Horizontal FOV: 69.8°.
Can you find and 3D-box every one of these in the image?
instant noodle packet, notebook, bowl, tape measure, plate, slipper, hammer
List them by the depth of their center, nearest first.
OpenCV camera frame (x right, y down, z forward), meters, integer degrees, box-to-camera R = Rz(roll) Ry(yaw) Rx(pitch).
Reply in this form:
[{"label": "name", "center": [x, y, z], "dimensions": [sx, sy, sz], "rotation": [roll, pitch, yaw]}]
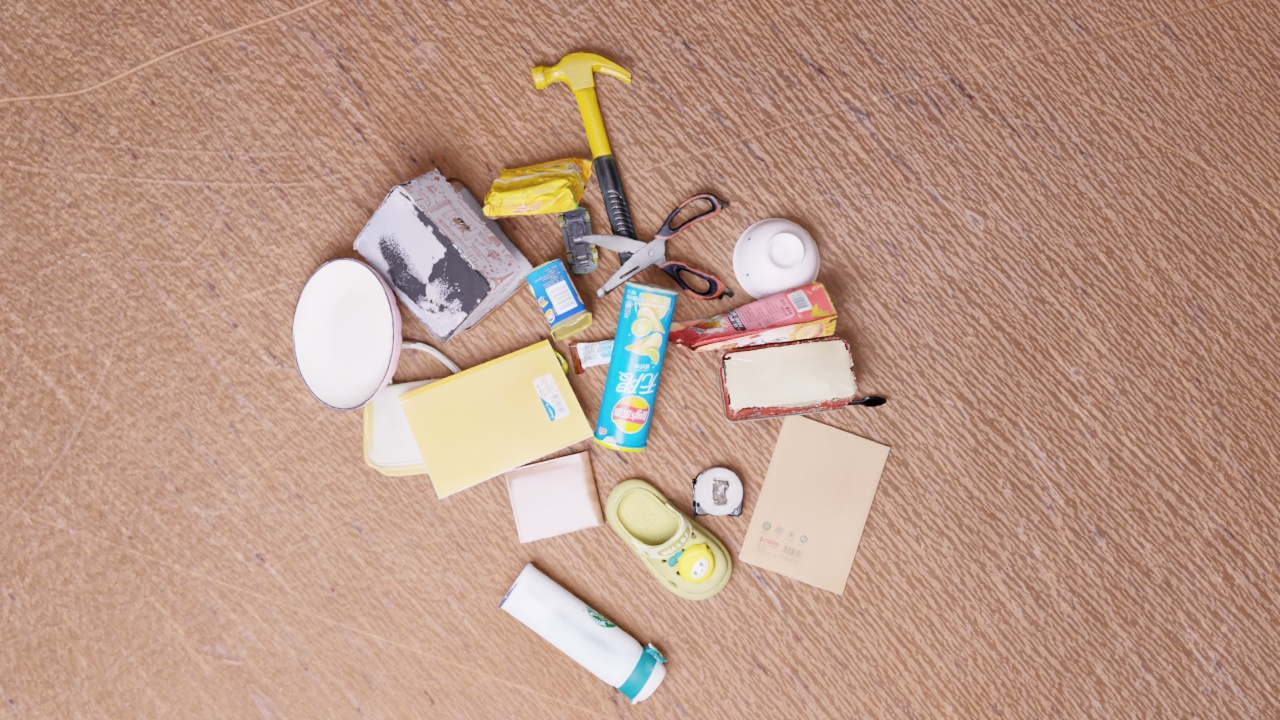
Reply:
[{"label": "notebook", "center": [-0.182, 0.070, 1.152], "dimensions": [0.206, 0.010, 0.145], "rotation": [-22, 73, -16]}, {"label": "plate", "center": [-0.366, -0.033, 1.166], "dimensions": [0.193, 0.039, 0.192], "rotation": [0, 91, 32]}, {"label": "slipper", "center": [0.033, 0.232, 1.174], "dimensions": [0.190, 0.081, 0.091], "rotation": [42, 88, 4]}, {"label": "instant noodle packet", "center": [-0.130, -0.221, 1.184], "dimensions": [0.128, 0.110, 0.044], "rotation": [-5, 127, 13]}, {"label": "tape measure", "center": [0.101, 0.172, 1.203], "dimensions": [0.066, 0.033, 0.066], "rotation": [0, 86, -4]}, {"label": "bowl", "center": [0.185, -0.137, 1.214], "dimensions": [0.118, 0.065, 0.118], "rotation": [0, 86, -2]}, {"label": "notebook", "center": [0.231, 0.189, 1.219], "dimensions": [0.148, 0.008, 0.207], "rotation": [19, 85, -1]}, {"label": "hammer", "center": [-0.049, -0.270, 1.232], "dimensions": [0.129, 0.033, 0.300], "rotation": [-15, 86, -2]}]

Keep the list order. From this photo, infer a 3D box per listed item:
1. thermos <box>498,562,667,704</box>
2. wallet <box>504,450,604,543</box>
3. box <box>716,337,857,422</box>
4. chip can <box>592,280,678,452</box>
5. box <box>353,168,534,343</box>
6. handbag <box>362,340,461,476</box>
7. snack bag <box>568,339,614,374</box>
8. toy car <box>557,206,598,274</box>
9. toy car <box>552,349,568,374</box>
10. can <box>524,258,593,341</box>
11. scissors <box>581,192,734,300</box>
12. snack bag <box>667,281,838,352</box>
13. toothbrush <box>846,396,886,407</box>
[{"label": "thermos", "center": [-0.070, 0.347, 1.168], "dimensions": [0.224, 0.073, 0.073], "rotation": [35, 85, 0]}, {"label": "wallet", "center": [-0.113, 0.179, 1.203], "dimensions": [0.115, 0.020, 0.101], "rotation": [-12, 87, 0]}, {"label": "box", "center": [0.189, 0.026, 1.187], "dimensions": [0.168, 0.078, 0.091], "rotation": [-7, 74, -2]}, {"label": "chip can", "center": [-0.007, 0.007, 1.170], "dimensions": [0.071, 0.071, 0.210], "rotation": [11, 99, -1]}, {"label": "box", "center": [-0.240, -0.139, 1.190], "dimensions": [0.182, 0.165, 0.151], "rotation": [48, 126, -2]}, {"label": "handbag", "center": [-0.274, 0.057, 1.194], "dimensions": [0.163, 0.063, 0.178], "rotation": [-7, 71, -3]}, {"label": "snack bag", "center": [-0.041, -0.012, 1.215], "dimensions": [0.104, 0.026, 0.048], "rotation": [-14, 80, -2]}, {"label": "toy car", "center": [-0.082, -0.159, 1.220], "dimensions": [0.043, 0.036, 0.091], "rotation": [-11, 87, -2]}, {"label": "toy car", "center": [-0.142, 0.030, 1.206], "dimensions": [0.105, 0.032, 0.048], "rotation": [-44, 89, -3]}, {"label": "can", "center": [-0.105, -0.077, 1.182], "dimensions": [0.057, 0.102, 0.083], "rotation": [-27, 84, -4]}, {"label": "scissors", "center": [0.034, -0.147, 1.211], "dimensions": [0.225, 0.015, 0.189], "rotation": [21, 81, -16]}, {"label": "snack bag", "center": [0.140, -0.047, 1.180], "dimensions": [0.208, 0.128, 0.073], "rotation": [-12, 105, -6]}, {"label": "toothbrush", "center": [0.234, 0.059, 1.229], "dimensions": [0.189, 0.016, 0.014], "rotation": [-3, 95, 0]}]
